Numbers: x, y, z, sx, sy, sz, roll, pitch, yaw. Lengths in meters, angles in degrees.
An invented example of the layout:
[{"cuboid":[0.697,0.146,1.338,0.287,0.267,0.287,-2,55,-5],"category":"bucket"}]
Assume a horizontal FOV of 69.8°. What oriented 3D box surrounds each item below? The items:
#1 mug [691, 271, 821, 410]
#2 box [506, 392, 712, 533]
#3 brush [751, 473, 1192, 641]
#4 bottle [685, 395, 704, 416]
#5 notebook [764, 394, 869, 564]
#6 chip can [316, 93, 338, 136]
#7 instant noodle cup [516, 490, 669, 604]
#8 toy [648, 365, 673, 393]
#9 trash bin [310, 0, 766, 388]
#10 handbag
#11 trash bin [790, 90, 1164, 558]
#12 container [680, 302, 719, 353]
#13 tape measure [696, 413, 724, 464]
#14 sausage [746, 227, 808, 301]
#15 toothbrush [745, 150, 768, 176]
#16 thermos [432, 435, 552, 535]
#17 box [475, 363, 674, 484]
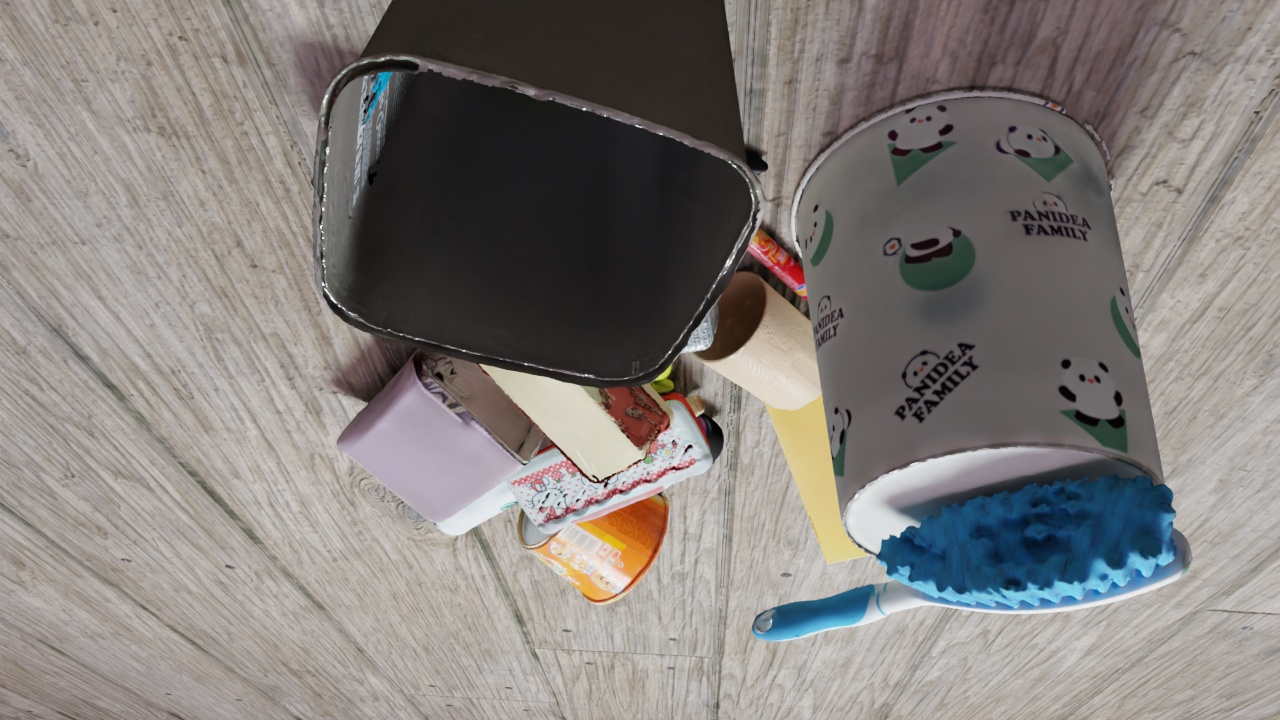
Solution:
[{"cuboid":[0.090,-0.014,0.786,0.103,0.084,0.125,33,161,-36],"category":"mug"},{"cuboid":[-0.031,0.104,0.889,0.201,0.047,0.087,-25,101,17],"category":"box"},{"cuboid":[0.173,0.139,0.572,0.315,0.060,0.109,-20,142,36],"category":"brush"},{"cuboid":[-0.002,0.070,0.927,0.150,0.066,0.066,-24,136,25],"category":"bottle"},{"cuboid":[0.195,0.074,0.822,0.146,0.206,0.010,-21,-178,31],"category":"notebook"},{"cuboid":[-0.110,-0.129,0.640,0.216,0.073,0.073,9,145,-7],"category":"chip can"},{"cuboid":[-0.058,0.179,1.021,0.111,0.151,0.152,36,135,-26],"category":"instant noodle cup"},{"cuboid":[-0.005,0.005,0.855,0.096,0.031,0.100,19,147,-19],"category":"toy"},{"cuboid":[-0.051,-0.135,0.497,0.198,0.219,0.200,13,145,-13],"category":"trash bin"},{"cuboid":[-0.193,0.065,0.905,0.145,0.098,0.198,36,137,-18],"category":"handbag"},{"cuboid":[0.219,-0.008,0.617,0.229,0.251,0.230,4,146,2],"category":"trash bin"},{"cuboid":[-0.001,-0.048,0.708,0.111,0.089,0.090,-7,107,12],"category":"container"},{"cuboid":[0.056,0.083,0.936,0.058,0.057,0.039,-6,152,39],"category":"tape measure"},{"cuboid":[0.099,-0.086,0.722,0.020,0.020,0.155,-25,136,36],"category":"sausage"},{"cuboid":[-0.001,-0.157,0.638,0.189,0.014,0.016,13,168,-11],"category":"toothbrush"},{"cuboid":[-0.152,0.134,1.024,0.073,0.073,0.225,29,138,-30],"category":"thermos"},{"cuboid":[-0.061,0.026,0.793,0.168,0.076,0.092,47,134,-9],"category":"box"}]
